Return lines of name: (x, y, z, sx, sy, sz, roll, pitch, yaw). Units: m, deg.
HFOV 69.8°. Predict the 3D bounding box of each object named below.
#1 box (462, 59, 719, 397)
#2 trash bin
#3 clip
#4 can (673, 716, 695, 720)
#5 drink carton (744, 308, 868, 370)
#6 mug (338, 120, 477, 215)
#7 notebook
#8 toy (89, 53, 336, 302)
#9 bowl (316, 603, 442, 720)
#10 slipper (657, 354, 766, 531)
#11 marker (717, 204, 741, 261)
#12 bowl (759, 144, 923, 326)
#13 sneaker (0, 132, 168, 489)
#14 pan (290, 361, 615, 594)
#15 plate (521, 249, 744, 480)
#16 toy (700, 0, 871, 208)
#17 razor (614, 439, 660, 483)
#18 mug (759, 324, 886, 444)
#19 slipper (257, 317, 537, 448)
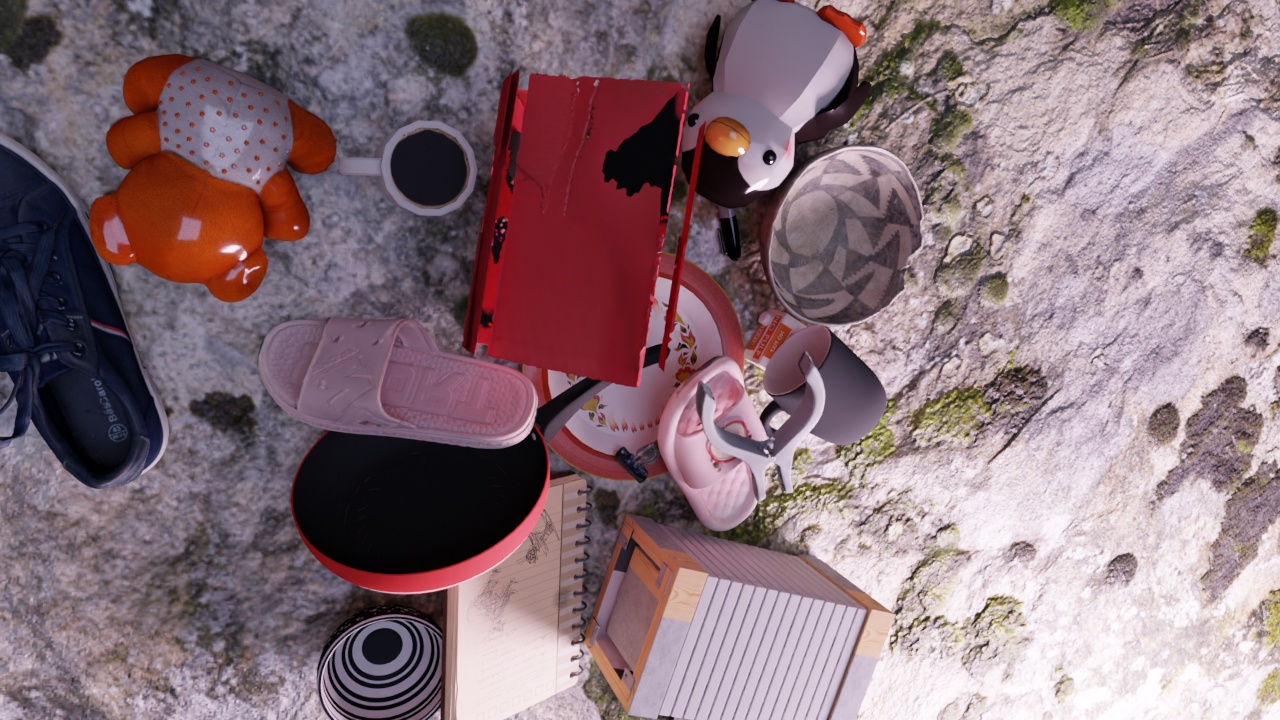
box: (-0.072, -0.103, 0.694, 0.121, 0.319, 0.211, 8, 94, -23)
trash bin: (0.095, 0.270, 0.926, 0.246, 0.142, 0.142, 17, 95, -22)
clip: (0.140, 0.053, 0.840, 0.159, 0.030, 0.174, -27, 130, 9)
can: (0.091, 0.412, 0.997, 0.063, 0.063, 0.114, -47, 112, -6)
drink carton: (0.169, -0.001, 0.952, 0.122, 0.040, 0.058, 29, 90, -23)
mug: (-0.195, -0.159, 0.761, 0.105, 0.089, 0.073, -2, 102, -20)
notebook: (-0.113, 0.227, 0.870, 0.167, 0.024, 0.225, -8, 105, -47)
toy: (-0.339, -0.140, 0.720, 0.163, 0.093, 0.172, 22, 81, -25)
bowl: (-0.237, 0.277, 0.849, 0.120, 0.066, 0.120, -4, 102, -19)
slipper: (0.076, 0.091, 0.901, 0.106, 0.056, 0.222, -35, 133, -20)
marker: (0.079, -0.165, 0.900, 0.022, 0.016, 0.139, -15, 104, -10)
bowl: (0.185, -0.127, 0.909, 0.178, 0.081, 0.178, -8, 112, -22)
sneaker: (-0.452, -0.030, 0.679, 0.120, 0.127, 0.295, -23, 106, -15)
pan: (-0.120, 0.075, 0.797, 0.355, 0.209, 0.067, -25, 135, -26)
plate: (-0.005, 0.006, 0.901, 0.229, 0.021, 0.230, -4, 102, -19)
toy: (0.110, -0.224, 0.844, 0.159, 0.140, 0.184, 31, 88, 16)
razor: (0.038, 0.058, 0.902, 0.144, 0.022, 0.043, -46, 113, -6)
mug: (0.169, 0.038, 0.900, 0.094, 0.085, 0.122, 40, 114, -22)
slipper: (-0.203, 0.014, 0.754, 0.239, 0.064, 0.094, 12, 60, 2)
